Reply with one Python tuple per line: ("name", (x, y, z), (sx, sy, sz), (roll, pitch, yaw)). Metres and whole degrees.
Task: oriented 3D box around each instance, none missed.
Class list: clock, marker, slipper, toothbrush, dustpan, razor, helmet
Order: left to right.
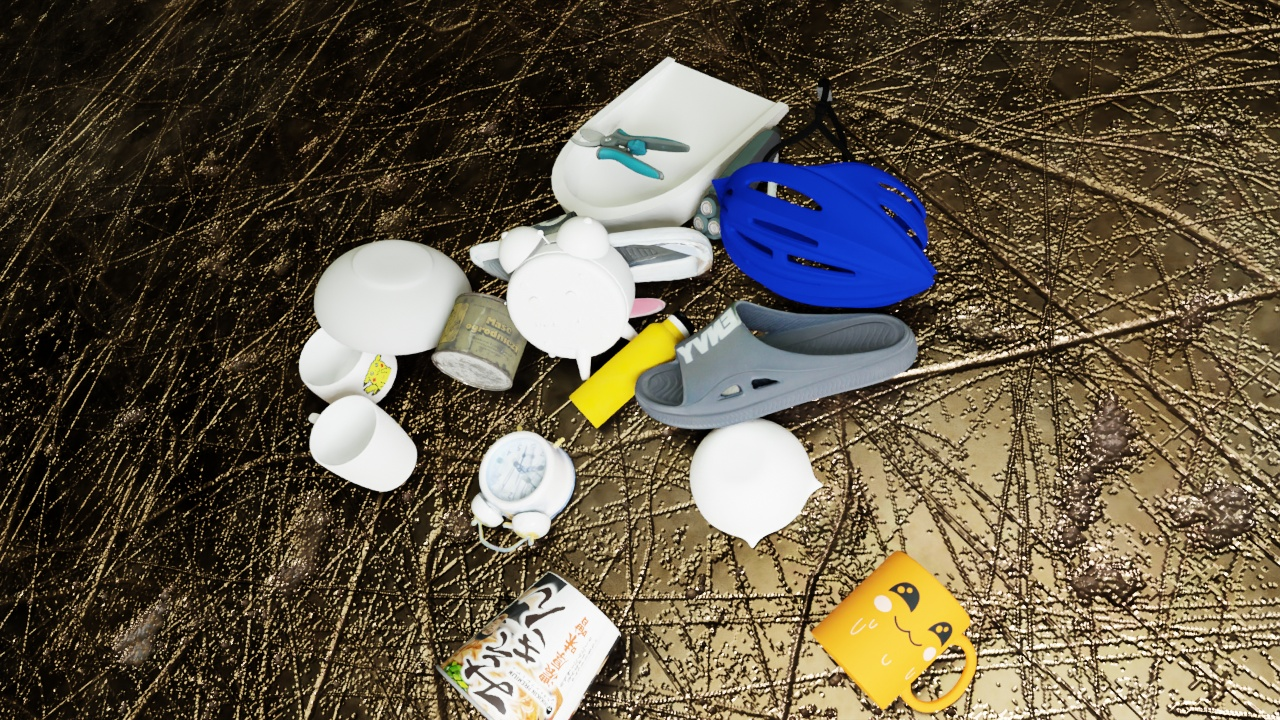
("clock", (-0.119, 0.129, 0.910), (0.089, 0.052, 0.125), (11, 70, 25))
("clock", (-0.072, -0.063, 0.930), (0.125, 0.161, 0.072), (-7, 35, 18))
("slipper", (-0.053, -0.124, 0.991), (0.264, 0.111, 0.063), (0, 71, 19))
("toothbrush", (-0.039, -0.050, 0.999), (0.135, 0.016, 0.021), (-10, 61, 17))
("dustpan", (0.014, -0.250, 1.067), (0.191, 0.053, 0.257), (34, 78, 33))
("razor", (0.109, -0.195, 1.002), (0.047, 0.052, 0.142), (22, 69, 40))
("slipper", (0.118, -0.009, 0.853), (0.268, 0.083, 0.110), (-13, 30, 10))
("marker", (0.146, -0.199, 1.013), (0.011, 0.011, 0.151), (-4, 61, 19))
("helmet", (0.189, -0.163, 0.889), (0.242, 0.148, 0.227), (18, 75, 29))

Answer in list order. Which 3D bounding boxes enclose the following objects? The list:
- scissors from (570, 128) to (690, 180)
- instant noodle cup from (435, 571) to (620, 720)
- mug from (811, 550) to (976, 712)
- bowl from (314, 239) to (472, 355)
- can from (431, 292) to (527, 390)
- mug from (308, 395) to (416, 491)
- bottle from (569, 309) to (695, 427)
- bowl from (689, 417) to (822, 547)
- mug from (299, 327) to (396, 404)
("scissors", (-0.011, -0.239, 1.041), (0.154, 0.019, 0.126), (-13, 49, 6))
("instant noodle cup", (-0.088, 0.257, 0.792), (0.124, 0.124, 0.121), (30, 67, 32))
("mug", (0.208, 0.223, 0.720), (0.096, 0.078, 0.112), (-42, 87, -5))
("bowl", (-0.278, -0.087, 1.035), (0.176, 0.066, 0.176), (5, 41, -5))
("can", (-0.169, -0.020, 0.988), (0.090, 0.090, 0.074), (6, 65, 24))
("mug", (-0.303, 0.087, 0.982), (0.114, 0.088, 0.080), (20, 71, 29))
("bottle", (-0.006, 0.005, 0.937), (0.143, 0.043, 0.043), (-42, 56, -5))
("bowl", (0.096, 0.099, 0.840), (0.115, 0.050, 0.114), (-10, 59, 16))
("mug", (-0.329, -0.002, 1.055), (0.094, 0.068, 0.115), (15, 68, 28))
